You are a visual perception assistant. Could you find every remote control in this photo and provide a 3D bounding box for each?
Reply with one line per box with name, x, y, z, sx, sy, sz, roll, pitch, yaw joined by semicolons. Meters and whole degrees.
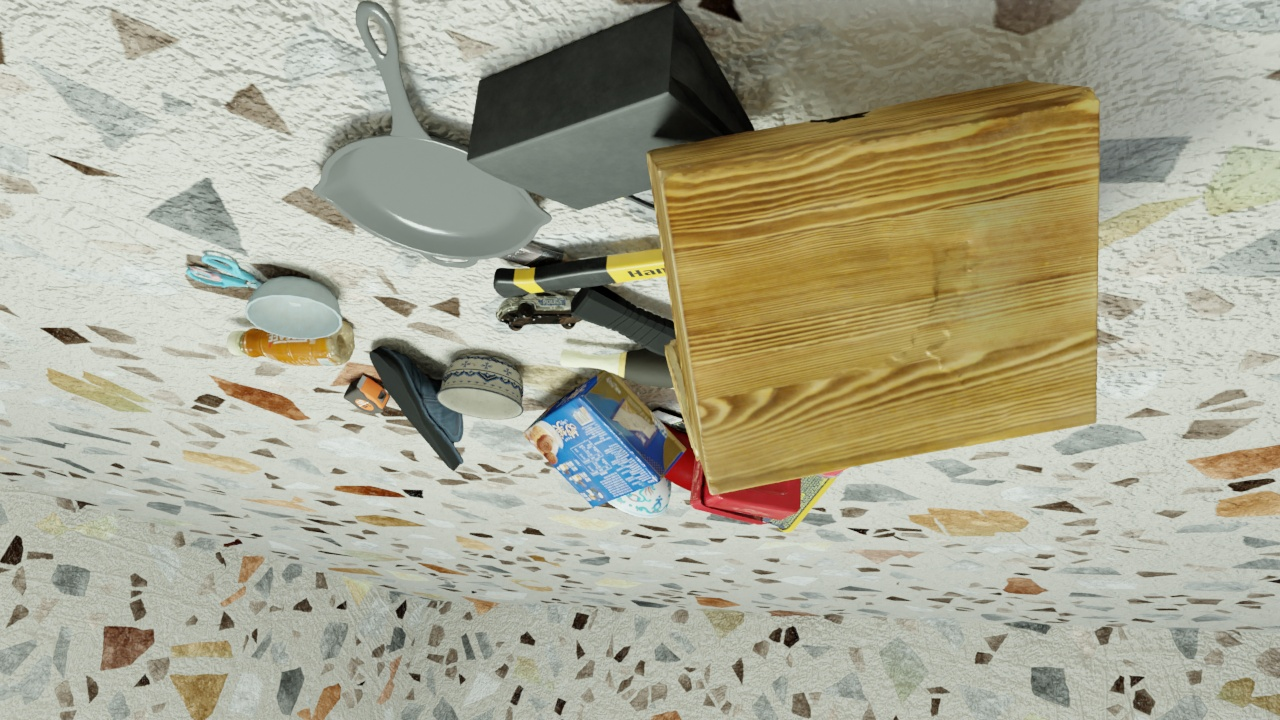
remote control;0.067;0.091;1.343;0.124;0.011;0.028;21;154;-29

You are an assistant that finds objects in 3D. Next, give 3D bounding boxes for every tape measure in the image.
tape measure;-0.400;0.048;1.352;0.059;0.038;0.058;37;145;-27

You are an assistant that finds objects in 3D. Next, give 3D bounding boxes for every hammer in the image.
hammer;0.071;-0.006;1.042;0.328;0.039;0.131;25;125;-25
hammer;0.002;-0.090;0.896;0.325;0.034;0.170;-5;156;21

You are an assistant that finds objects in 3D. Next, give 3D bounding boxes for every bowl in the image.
bowl;-0.005;0.171;1.444;0.144;0.143;0.074;18;115;-24
bowl;-0.209;0.031;1.223;0.115;0.059;0.116;6;157;2
bowl;-0.400;-0.066;1.066;0.106;0.039;0.106;-2;154;-1

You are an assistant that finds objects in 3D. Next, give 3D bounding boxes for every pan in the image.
pan;-0.186;-0.175;0.776;0.216;0.024;0.355;7;157;1

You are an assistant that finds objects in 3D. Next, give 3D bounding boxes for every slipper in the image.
slipper;-0.292;0.053;1.293;0.109;0.083;0.266;38;159;33

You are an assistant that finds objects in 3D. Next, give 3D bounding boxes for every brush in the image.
brush;-0.087;-0.100;0.939;0.151;0.012;0.039;15;155;-19

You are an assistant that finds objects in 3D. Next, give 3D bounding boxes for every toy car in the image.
toy car;-0.104;-0.059;1.014;0.112;0.040;0.049;-2;163;-27

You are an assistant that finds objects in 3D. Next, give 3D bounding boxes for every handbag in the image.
handbag;0.001;-0.160;0.713;0.176;0.072;0.195;-9;156;33

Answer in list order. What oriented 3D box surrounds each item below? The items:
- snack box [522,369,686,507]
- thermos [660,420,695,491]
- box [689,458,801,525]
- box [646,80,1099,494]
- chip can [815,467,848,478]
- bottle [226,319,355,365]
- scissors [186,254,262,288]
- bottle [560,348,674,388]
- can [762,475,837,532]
snack box;-0.055;0.112;1.269;0.155;0.069;0.203;46;147;-7
thermos;0.082;0.151;1.386;0.198;0.083;0.108;27;156;-34
box;0.145;0.131;1.233;0.129;0.157;0.098;13;160;-18
box;0.155;-0.059;0.748;0.279;0.286;0.336;-11;-162;-2
chip can;0.297;0.091;1.202;0.073;0.073;0.234;13;156;-14
bottle;-0.448;-0.023;1.166;0.167;0.059;0.059;0;156;17
scissors;-0.450;-0.096;1.064;0.142;0.015;0.095;10;158;-22
bottle;-0.007;0.007;1.123;0.184;0.045;0.045;6;157;2
can;0.205;0.174;1.351;0.104;0.075;0.135;24;111;-30
